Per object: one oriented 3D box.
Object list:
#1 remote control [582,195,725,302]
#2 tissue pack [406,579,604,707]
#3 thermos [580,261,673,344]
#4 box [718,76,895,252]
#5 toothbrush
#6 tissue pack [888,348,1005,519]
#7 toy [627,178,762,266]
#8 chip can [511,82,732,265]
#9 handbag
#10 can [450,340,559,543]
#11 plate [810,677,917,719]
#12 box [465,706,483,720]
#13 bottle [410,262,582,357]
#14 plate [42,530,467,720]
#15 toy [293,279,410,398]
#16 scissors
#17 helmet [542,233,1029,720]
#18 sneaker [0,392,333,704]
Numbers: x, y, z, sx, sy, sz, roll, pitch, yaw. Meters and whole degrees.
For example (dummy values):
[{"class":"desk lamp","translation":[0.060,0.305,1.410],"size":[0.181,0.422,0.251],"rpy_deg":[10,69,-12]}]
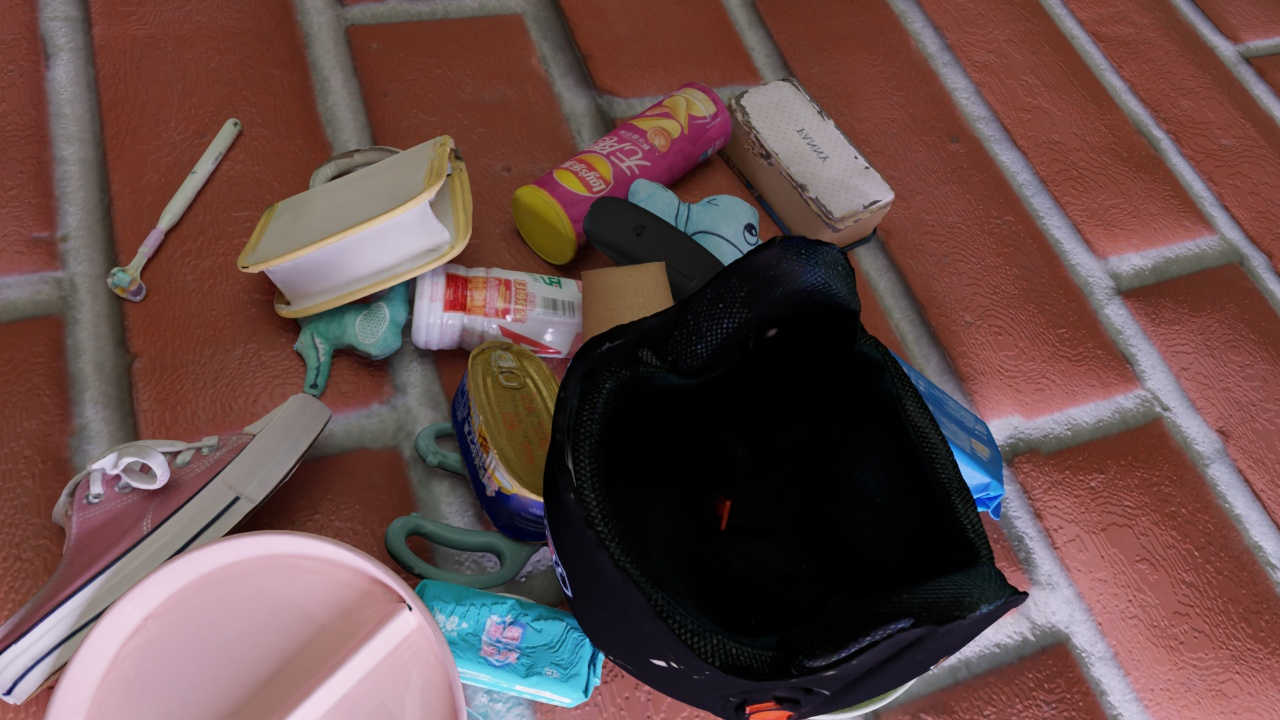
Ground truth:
[{"class":"remote control","translation":[0.019,-0.081,0.706],"size":[0.136,0.024,0.053],"rpy_deg":[31,69,-16]},{"class":"tissue pack","translation":[-0.087,0.173,0.562],"size":[0.133,0.093,0.050],"rpy_deg":[15,65,-3]},{"class":"thermos","translation":[-0.004,0.004,0.657],"size":[0.093,0.093,0.143],"rpy_deg":[-8,95,-17]},{"class":"box","translation":[0.152,-0.173,0.843],"size":[0.089,0.063,0.184],"rpy_deg":[-23,69,-23]},{"class":"toothbrush","translation":[-0.360,-0.126,0.723],"size":[0.020,0.029,0.189],"rpy_deg":[-8,50,30]},{"class":"tissue pack","translation":[0.213,0.056,0.704],"size":[0.157,0.052,0.094],"rpy_deg":[38,30,1]},{"class":"toy","translation":[0.050,-0.096,0.767],"size":[0.156,0.050,0.161],"rpy_deg":[41,52,-16]},{"class":"chip can","translation":[-0.011,-0.166,0.794],"size":[0.071,0.072,0.210],"rpy_deg":[42,60,13]},{"class":"handbag","translation":[-0.208,-0.117,0.704],"size":[0.163,0.063,0.178],"rpy_deg":[-20,38,7]},{"class":"can","translation":[-0.085,0.054,0.638],"size":[0.074,0.049,0.148],"rpy_deg":[3,43,-34]},{"class":"plate","translation":[0.112,0.141,0.666],"size":[0.230,0.028,0.229],"rpy_deg":[6,58,-9]},{"class":"box","translation":[-0.203,0.221,0.527],"size":[0.201,0.063,0.160],"rpy_deg":[31,78,7]},{"class":"bottle","translation":[-0.074,-0.034,0.707],"size":[0.196,0.068,0.068],"rpy_deg":[5,59,-14]},{"class":"plate","translation":[-0.203,0.207,0.486],"size":[0.229,0.028,0.229],"rpy_deg":[-1,73,3]},{"class":"toy","translation":[-0.217,-0.017,0.679],"size":[0.092,0.030,0.096],"rpy_deg":[-2,66,12]},{"class":"scissors","translation":[-0.095,0.115,0.617],"size":[0.177,0.019,0.171],"rpy_deg":[34,36,2]},{"class":"helmet","translation":[0.061,0.083,0.513],"size":[0.274,0.231,0.233],"rpy_deg":[1,53,-29]},{"class":"sneaker","translation":[-0.301,0.090,0.560],"size":[0.088,0.118,0.240],"rpy_deg":[49,65,-7]}]
